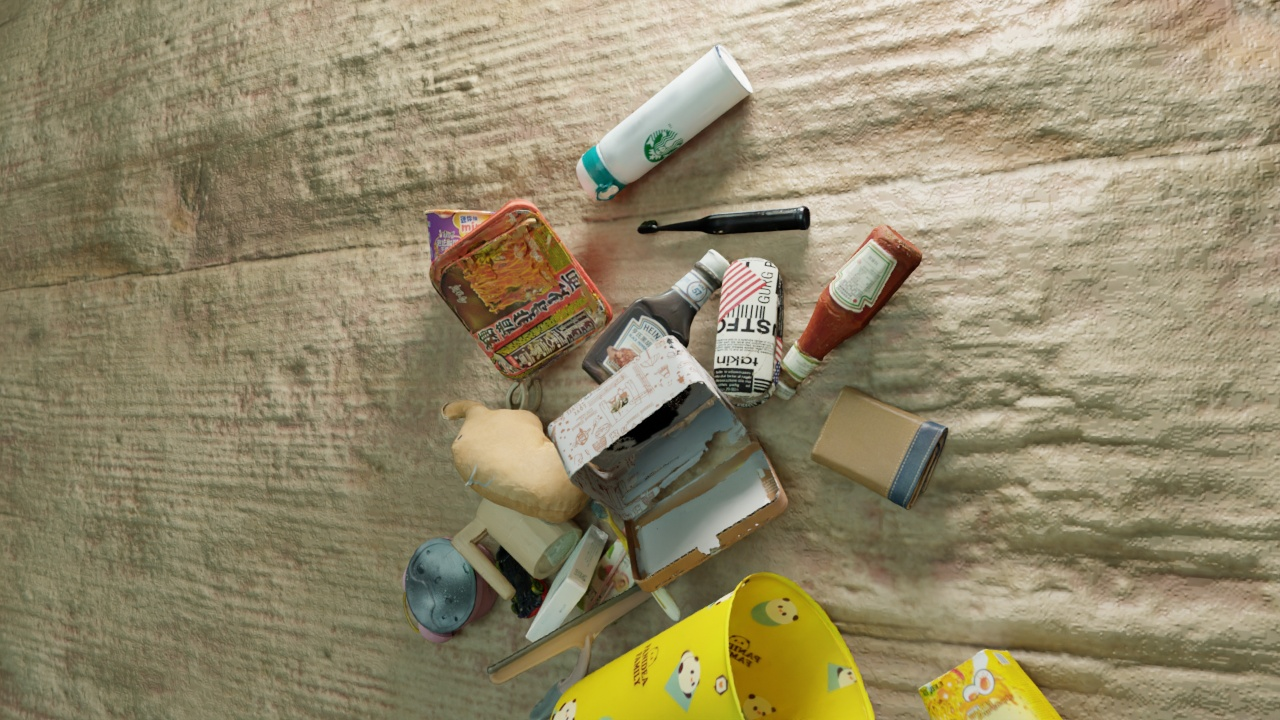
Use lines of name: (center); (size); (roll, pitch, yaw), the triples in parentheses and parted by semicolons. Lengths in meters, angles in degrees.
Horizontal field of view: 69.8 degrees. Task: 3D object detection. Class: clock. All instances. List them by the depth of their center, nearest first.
clock: (-0.250, 0.293, 1.173); (0.159, 0.059, 0.117); (-37, 69, 21)

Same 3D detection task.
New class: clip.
clip: (-0.155, 0.068, 1.160); (0.061, 0.034, 0.097); (22, 104, 30)

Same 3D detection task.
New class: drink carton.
drink carton: (-0.024, 0.247, 1.052); (0.053, 0.045, 0.123); (43, 106, 26)

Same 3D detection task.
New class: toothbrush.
toothbrush: (-0.008, 0.213, 0.997); (0.016, 0.018, 0.191); (-56, 43, 13)
toothbrush: (0.089, -0.156, 1.044); (0.213, 0.026, 0.027); (2, 50, 32)

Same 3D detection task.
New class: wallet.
wallet: (0.239, 0.086, 0.924); (0.115, 0.033, 0.090); (25, 95, 31)

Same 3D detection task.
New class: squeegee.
squeegee: (-0.084, 0.357, 1.027); (0.040, 0.247, 0.250); (49, 137, 24)

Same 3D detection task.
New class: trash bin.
trash bin: (0.061, 0.363, 0.895); (0.256, 0.229, 0.229); (-34, 69, 29)

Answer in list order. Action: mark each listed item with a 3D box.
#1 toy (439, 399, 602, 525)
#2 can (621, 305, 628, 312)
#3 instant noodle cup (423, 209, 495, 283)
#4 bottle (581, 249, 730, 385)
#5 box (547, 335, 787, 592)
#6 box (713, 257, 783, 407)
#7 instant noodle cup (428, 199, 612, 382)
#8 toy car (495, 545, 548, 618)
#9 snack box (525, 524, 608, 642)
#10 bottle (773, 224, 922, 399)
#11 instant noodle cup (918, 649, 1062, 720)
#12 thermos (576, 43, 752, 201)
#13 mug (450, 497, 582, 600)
toy: (-0.155, 0.108, 1.074); (0.226, 0.143, 0.083); (29, 119, 14)
can: (-0.006, 0.006, 1.064); (0.053, 0.053, 0.132); (10, 90, 31)
instant noodle cup: (-0.225, -0.141, 1.185); (0.112, 0.111, 0.099); (7, 96, 31)
bottle: (0.024, -0.041, 1.015); (0.080, 0.044, 0.195); (44, 89, -1)
box: (0.032, 0.120, 0.950); (0.183, 0.156, 0.192); (-38, 45, 9)
box: (0.123, -0.026, 0.982); (0.075, 0.081, 0.163); (-2, 62, 16)
instant noodle cup: (-0.143, -0.087, 1.107); (0.165, 0.079, 0.189); (-31, 106, 16)
toy car: (-0.146, 0.264, 1.130); (0.049, 0.031, 0.106); (-47, 51, 19)
snack box: (-0.079, 0.249, 1.025); (0.027, 0.156, 0.085); (34, 103, 0)
bottle: (0.203, -0.044, 0.946); (0.060, 0.059, 0.206); (48, 114, 26)
instant noodle cup: (0.319, 0.330, 0.809); (0.116, 0.116, 0.123); (-41, 55, 21)
thermos: (0.022, -0.269, 1.071); (0.225, 0.073, 0.073); (-34, 69, 24)
mug: (-0.147, 0.210, 1.094); (0.124, 0.084, 0.103); (-41, 62, -21)
